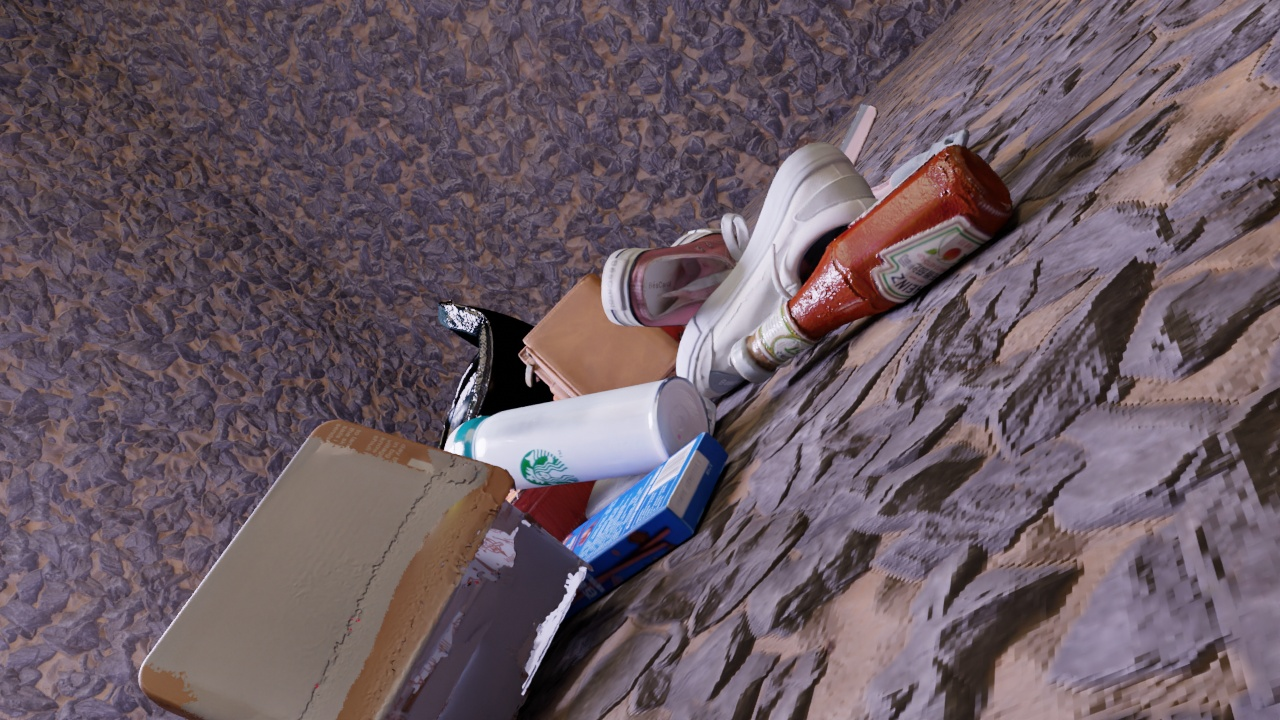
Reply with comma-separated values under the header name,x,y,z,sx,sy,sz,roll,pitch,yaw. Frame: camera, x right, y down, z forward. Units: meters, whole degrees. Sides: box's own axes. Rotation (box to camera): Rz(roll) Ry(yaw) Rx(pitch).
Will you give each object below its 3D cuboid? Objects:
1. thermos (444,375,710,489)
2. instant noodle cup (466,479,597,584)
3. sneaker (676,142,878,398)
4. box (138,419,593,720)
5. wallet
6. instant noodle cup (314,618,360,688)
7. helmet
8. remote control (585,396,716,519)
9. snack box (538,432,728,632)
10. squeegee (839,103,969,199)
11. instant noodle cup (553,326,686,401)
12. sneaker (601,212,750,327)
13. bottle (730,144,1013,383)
name,x,y,z,sx,sy,sz,roll,pitch,yaw
thermos,-0.059,0.064,0.703,0.225,0.073,0.073,-12,24,35
instant noodle cup,-0.107,0.144,0.831,0.165,0.079,0.188,-40,6,38
sneaker,0.109,-0.041,0.699,0.089,0.090,0.243,-9,-38,-36
box,-0.153,0.142,0.508,0.154,0.181,0.182,-37,17,48
wallet,-0.040,-0.001,0.814,0.119,0.130,0.035,-48,-27,-1
instant noodle cup,-0.263,0.274,0.776,0.194,0.066,0.193,-61,9,16
helmet,-0.170,0.068,1.104,0.275,0.230,0.233,150,139,-75
remote control,0.008,0.082,0.729,0.136,0.020,0.055,-41,16,27
snack box,-0.012,0.115,0.606,0.158,0.026,0.084,-41,7,34
squeegee,0.240,-0.173,0.875,0.247,0.040,0.250,-61,14,-11
instant noodle cup,-0.005,0.005,0.913,0.138,0.138,0.108,-41,-3,31
sneaker,0.060,-0.068,0.788,0.088,0.118,0.240,7,11,27
bottle,0.138,-0.052,0.591,0.207,0.060,0.059,-41,6,35
